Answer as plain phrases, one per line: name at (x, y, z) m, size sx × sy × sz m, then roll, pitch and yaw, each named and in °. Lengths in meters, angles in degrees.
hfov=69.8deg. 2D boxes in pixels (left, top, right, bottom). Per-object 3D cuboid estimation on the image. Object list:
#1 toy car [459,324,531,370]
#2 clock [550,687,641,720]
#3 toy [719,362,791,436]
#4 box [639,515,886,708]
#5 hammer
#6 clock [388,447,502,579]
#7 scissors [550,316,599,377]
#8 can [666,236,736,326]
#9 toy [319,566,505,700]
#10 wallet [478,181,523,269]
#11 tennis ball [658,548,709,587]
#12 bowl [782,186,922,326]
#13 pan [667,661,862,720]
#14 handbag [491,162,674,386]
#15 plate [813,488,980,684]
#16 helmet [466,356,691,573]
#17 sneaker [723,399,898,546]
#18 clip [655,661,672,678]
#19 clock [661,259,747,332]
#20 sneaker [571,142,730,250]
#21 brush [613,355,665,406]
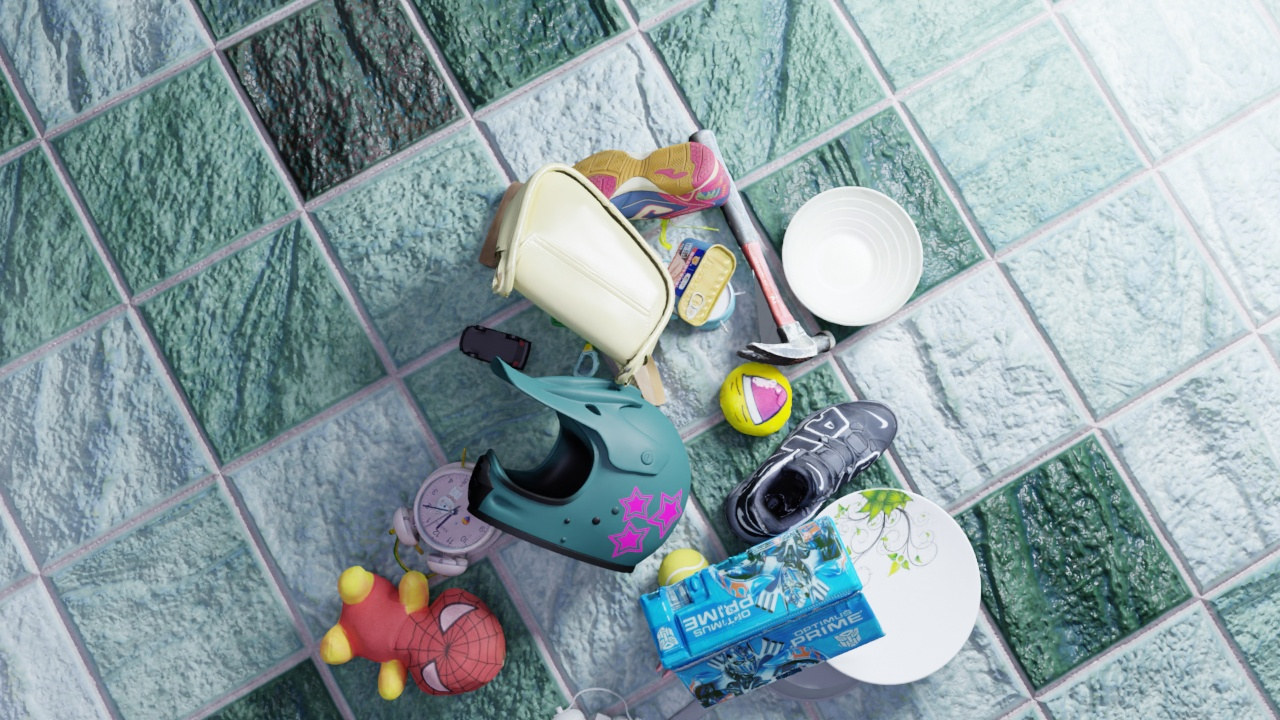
toy car at (-0.183, -0.016, 1.161) m, size 0.092 × 0.036 × 0.042 m, roll 16°, pitch 86°, yaw 11°
clock at (-0.058, 0.476, 1.102) m, size 0.120 × 0.061 × 0.159 m, roll 8°, pitch 85°, yaw 0°
toy at (0.146, 0.049, 1.157) m, size 0.094 × 0.041 × 0.095 m, roll -11°, pitch 82°, yaw -6°
box at (0.139, 0.299, 1.046) m, size 0.244 × 0.070 × 0.171 m, roll -26°, pitch 93°, yaw 11°
hammer at (0.131, -0.145, 1.161) m, size 0.140 × 0.036 × 0.326 m, roll -15°, pitch 78°, yaw -35°
clock at (-0.235, 0.197, 1.127) m, size 0.117 × 0.059 × 0.158 m, roll 44°, pitch 86°, yaw 3°
scissors at (-0.063, -0.029, 1.150) m, size 0.126 × 0.011 × 0.130 m, roll 13°, pitch 108°, yaw 31°
can at (0.064, -0.097, 1.111) m, size 0.054 × 0.059 × 0.100 m, roll 29°, pitch 88°, yaw -41°
toy at (-0.263, 0.326, 1.095) m, size 0.216 × 0.098 × 0.147 m, roll 16°, pitch 95°, yaw 2°
wallet at (-0.147, -0.164, 1.157) m, size 0.099 × 0.027 × 0.121 m, roll 20°, pitch 84°, yaw 37°
tennis ball at (0.054, 0.263, 1.122) m, size 0.065 × 0.065 × 0.065 m, roll 0°, pitch 84°, yaw -1°
bowl at (0.263, -0.128, 1.167) m, size 0.176 × 0.058 × 0.176 m, roll 0°, pitch 84°, yaw -1°
pan at (0.150, 0.368, 1.128) m, size 0.356 × 0.051 × 0.200 m, roll -37°, pitch 86°, yaw -7°
handbag at (-0.066, -0.098, 1.062) m, size 0.233 × 0.089 × 0.190 m, roll 37°, pitch 58°, yaw -13°
plate at (0.291, 0.269, 1.105) m, size 0.229 × 0.030 × 0.229 m, roll 0°, pitch 83°, yaw -3°
helmet at (-0.068, 0.113, 1.062) m, size 0.274 × 0.176 × 0.200 m, roll 23°, pitch 88°, yaw -21°
sneaker at (0.211, 0.126, 1.095) m, size 0.252 × 0.151 × 0.097 m, roll -38°, pitch 85°, yaw -5°
clip at (0.040, 0.362, 1.135) m, size 0.060 × 0.023 × 0.044 m, roll -28°, pitch 81°, yaw -5°
clock at (0.067, -0.087, 1.173) m, size 0.123 × 0.042 × 0.087 m, roll 26°, pitch 84°, yaw 7°
sneaker at (-0.004, -0.200, 1.150) m, size 0.242 × 0.091 × 0.116 m, roll -4°, pitch 68°, yaw 27°
brush at (-0.007, 0.007, 1.155) m, size 0.039 × 0.049 × 0.117 m, roll -28°, pitch 85°, yaw 15°
